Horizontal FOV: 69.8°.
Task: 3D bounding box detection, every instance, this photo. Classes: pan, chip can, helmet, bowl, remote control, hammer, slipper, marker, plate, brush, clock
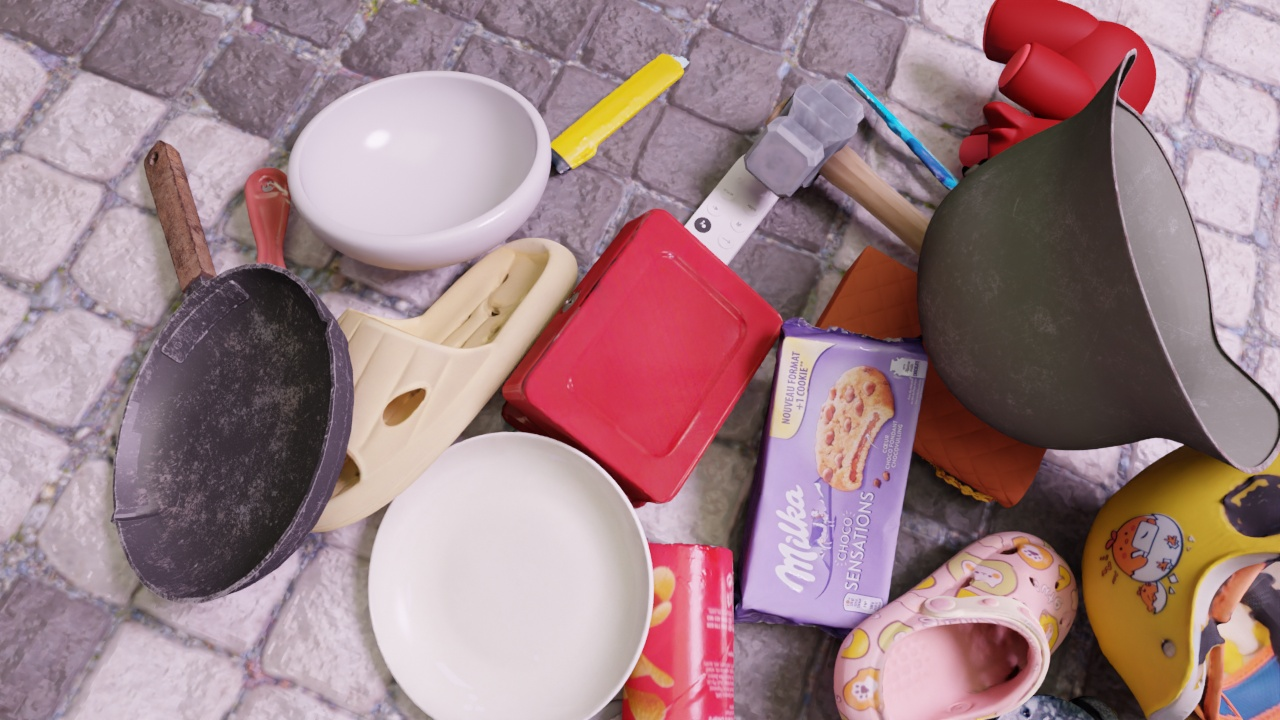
[{"bbox_3d":[-0.273,-0.017,0.588,0.208,0.040,0.356,-37,58,18],"label":"pan"},{"bbox_3d":[0.022,0.226,0.544,0.073,0.073,0.232,4,69,-5],"label":"chip can"},{"bbox_3d":[0.255,-0.045,0.545,0.266,0.154,0.227,-38,103,-43],"label":"helmet"},{"bbox_3d":[0.378,0.115,0.561,0.209,0.139,0.240,31,108,-31],"label":"helmet"},{"bbox_3d":[-0.149,-0.123,0.642,0.176,0.066,0.176,-1,54,1],"label":"bowl"},{"bbox_3d":[0.066,-0.108,0.700,0.043,0.013,0.136,35,70,6],"label":"remote control"},{"bbox_3d":[0.223,-0.081,0.681,0.323,0.051,0.117,41,44,2],"label":"hammer"},{"bbox_3d":[0.209,0.176,0.557,0.196,0.082,0.093,-20,100,-27],"label":"slipper"},{"bbox_3d":[-0.072,0.232,0.557,0.138,0.022,0.016,-17,60,-11],"label":"marker"},{"bbox_3d":[-0.077,0.136,0.562,0.182,0.034,0.182,-2,82,14],"label":"plate"},{"bbox_3d":[-0.253,-0.052,0.633,0.041,0.030,0.172,-6,72,-8],"label":"brush"},{"bbox_3d":[-0.144,-0.004,0.585,0.111,0.079,0.260,23,60,39],"label":"slipper"},{"bbox_3d":[0.259,0.255,0.571,0.129,0.052,0.090,4,70,-4],"label":"clock"}]

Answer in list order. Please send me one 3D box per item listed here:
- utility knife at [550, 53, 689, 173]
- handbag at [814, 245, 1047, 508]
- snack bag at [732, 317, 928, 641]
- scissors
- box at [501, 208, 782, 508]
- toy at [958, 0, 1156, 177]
[{"bbox_3d":[-0.016,-0.197,0.721,0.030,0.017,0.155,44,72,4],"label":"utility knife"},{"bbox_3d":[0.201,0.015,0.646,0.172,0.060,0.108,31,70,4],"label":"handbag"},{"bbox_3d":[0.118,0.079,0.589,0.096,0.058,0.205,9,96,-3],"label":"snack bag"},{"bbox_3d":[0.202,-0.179,0.715,0.015,0.083,0.140,-44,79,26],"label":"scissors"},{"bbox_3d":[0.003,0.001,0.600,0.136,0.123,0.157,34,70,1],"label":"box"},{"bbox_3d":[0.305,-0.161,0.691,0.158,0.121,0.197,29,77,-40],"label":"toy"}]
